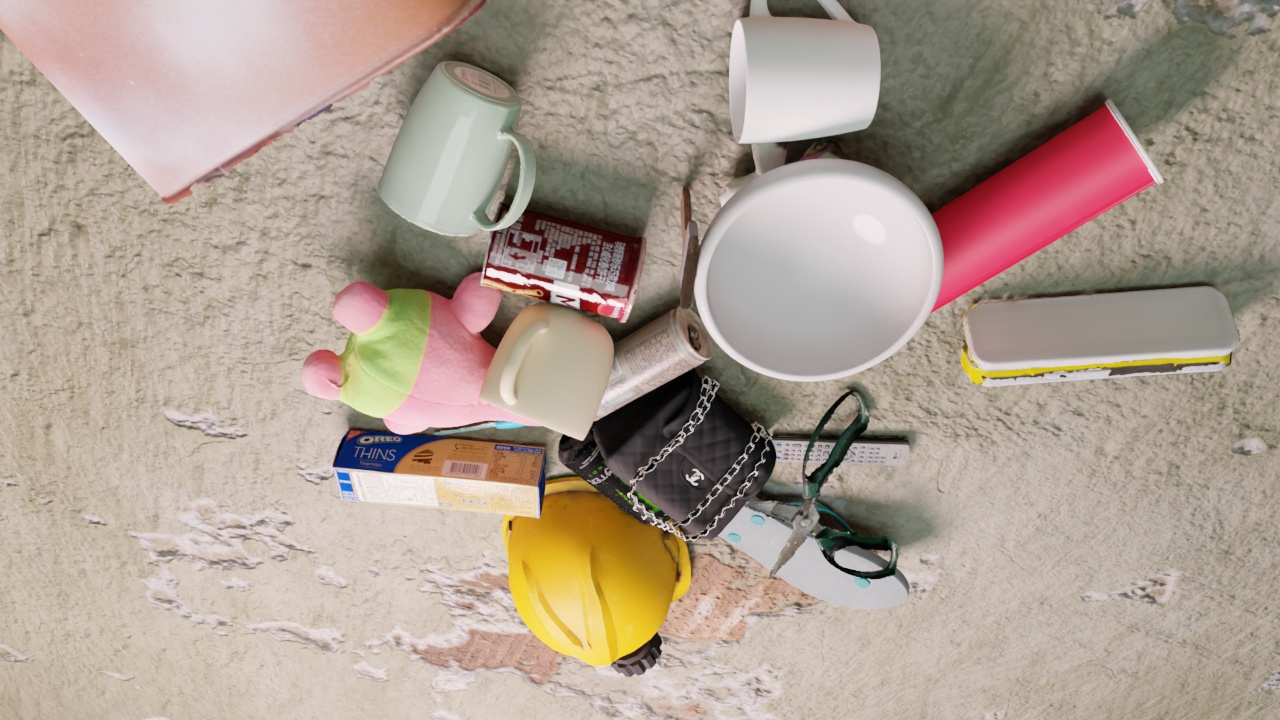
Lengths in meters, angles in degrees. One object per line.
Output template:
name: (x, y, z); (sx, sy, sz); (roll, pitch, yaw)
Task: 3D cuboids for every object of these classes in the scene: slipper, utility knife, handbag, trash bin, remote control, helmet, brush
slipper: (0.161, 0.189, 0.984); (0.269, 0.054, 0.098); (27, 132, -5)
utility knife: (-0.127, 0.060, 0.902); (0.177, 0.015, 0.022); (-10, 158, 14)
handbag: (0.052, 0.090, 0.847); (0.125, 0.114, 0.153); (-45, 116, 7)
trash bin: (-0.218, -0.238, 0.534); (0.260, 0.181, 0.157); (-21, 126, 22)
remote control: (0.196, 0.089, 0.906); (0.136, 0.013, 0.033); (0, 132, 4)
helmet: (-0.052, 0.255, 0.997); (0.205, 0.131, 0.255); (-14, 128, 17)
brush: (0.034, -0.092, 0.668); (0.008, 0.142, 0.045); (6, 124, -3)

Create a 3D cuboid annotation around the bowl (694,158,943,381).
bowl: (0.127, -0.073, 0.678); (0.176, 0.066, 0.177); (1, 125, 1)

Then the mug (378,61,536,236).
mug: (-0.122, -0.146, 0.661); (0.111, 0.084, 0.104); (40, 119, 17)

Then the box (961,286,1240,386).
box: (0.379, -0.015, 0.768); (0.210, 0.067, 0.070); (-4, 133, 8)

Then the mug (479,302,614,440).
mug: (-0.076, 0.001, 0.761); (0.096, 0.099, 0.120); (20, 175, 22)

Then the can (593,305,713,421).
can: (-0.005, 0.005, 0.818); (0.136, 0.054, 0.054); (-30, 124, 27)

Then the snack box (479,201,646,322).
snack box: (-0.062, -0.078, 0.736); (0.121, 0.072, 0.072); (13, 131, -7)

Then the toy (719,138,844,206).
toy: (0.100, -0.123, 0.708); (0.079, 0.038, 0.123); (15, 129, -19)

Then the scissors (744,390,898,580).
scissors: (0.196, 0.131, 0.888); (0.201, 0.015, 0.203); (19, 99, -26)

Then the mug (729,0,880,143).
mug: (0.108, -0.206, 0.615); (0.087, 0.081, 0.114); (-2, 101, -2)

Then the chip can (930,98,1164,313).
chip can: (0.266, -0.101, 0.694); (0.221, 0.069, 0.069); (-34, 122, 30)

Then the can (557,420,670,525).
can: (-0.021, 0.113, 0.916); (0.054, 0.053, 0.137); (-32, 122, 28)

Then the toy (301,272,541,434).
toy: (-0.172, 0.007, 0.815); (0.236, 0.096, 0.192); (21, 122, -32)

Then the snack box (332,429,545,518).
snack box: (-0.200, 0.114, 0.930); (0.207, 0.057, 0.056); (6, 133, 1)
